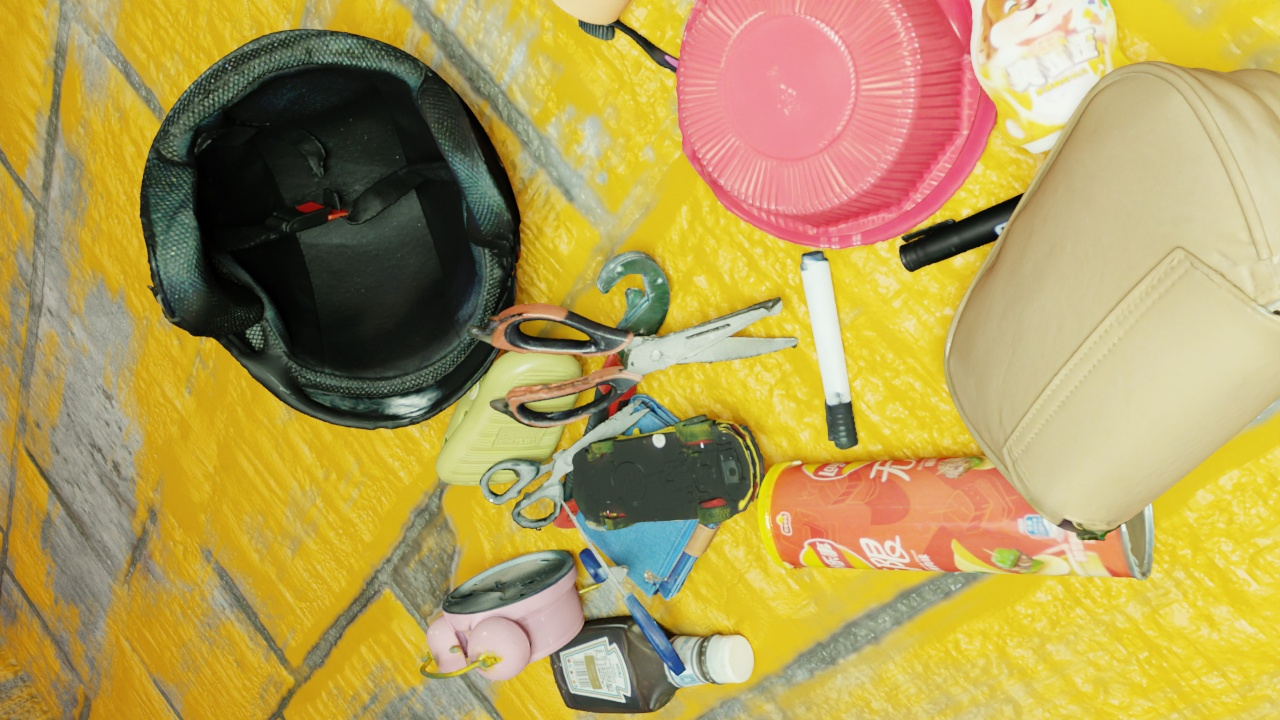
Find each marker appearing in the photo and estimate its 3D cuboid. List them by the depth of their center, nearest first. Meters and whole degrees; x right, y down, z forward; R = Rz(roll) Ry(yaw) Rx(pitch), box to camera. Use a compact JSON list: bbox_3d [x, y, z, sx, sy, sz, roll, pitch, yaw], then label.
[{"bbox_3d":[0.200,-0.079,0.491,0.132,0.020,0.022,-22,66,42],"label":"marker"},{"bbox_3d":[0.119,-0.005,0.584,0.023,0.018,0.131,2,111,47],"label":"marker"}]

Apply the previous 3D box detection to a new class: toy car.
[{"bbox_3d":[0.014,0.080,0.644,0.156,0.041,0.071,-14,89,38],"label":"toy car"}]

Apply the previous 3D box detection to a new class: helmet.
[{"bbox_3d":[-0.206,-0.095,0.659,0.230,0.233,0.275,-119,14,-65],"label":"helmet"}]

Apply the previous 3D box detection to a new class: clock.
[{"bbox_3d":[-0.115,0.218,0.767,0.117,0.158,0.060,-12,99,41],"label":"clock"}]

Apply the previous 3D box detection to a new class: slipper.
[{"bbox_3d":[-0.107,0.034,0.743,0.191,0.091,0.081,-53,40,45],"label":"slipper"}]

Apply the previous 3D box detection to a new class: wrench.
[{"bbox_3d":[-0.027,0.035,0.698,0.016,0.056,0.274,-117,33,-45],"label":"wrench"}]

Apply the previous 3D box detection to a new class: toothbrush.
[{"bbox_3d":[0.030,-0.180,0.581,0.189,0.014,0.018,36,143,19],"label":"toothbrush"}]

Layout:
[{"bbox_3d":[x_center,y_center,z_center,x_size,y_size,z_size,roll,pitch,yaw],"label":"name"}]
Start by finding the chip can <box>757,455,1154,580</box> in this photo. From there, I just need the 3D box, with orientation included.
[{"bbox_3d":[0.179,0.092,0.546,0.217,0.073,0.073,-7,104,38],"label":"chip can"}]

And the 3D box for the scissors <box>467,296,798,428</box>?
[{"bbox_3d":[-0.013,-0.007,0.619,0.215,0.015,0.196,23,130,-14],"label":"scissors"}]

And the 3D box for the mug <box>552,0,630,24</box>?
[{"bbox_3d":[-0.010,-0.264,0.537,0.078,0.078,0.123,51,135,9],"label":"mug"}]

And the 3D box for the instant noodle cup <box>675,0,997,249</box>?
[{"bbox_3d":[0.092,-0.149,0.502,0.194,0.065,0.194,12,114,29],"label":"instant noodle cup"}]

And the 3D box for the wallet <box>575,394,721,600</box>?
[{"bbox_3d":[0.011,0.106,0.700,0.106,0.040,0.133,38,122,23],"label":"wallet"}]

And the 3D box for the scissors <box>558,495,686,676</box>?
[{"bbox_3d":[-0.016,0.173,0.700,0.162,0.012,0.173,53,164,7],"label":"scissors"}]

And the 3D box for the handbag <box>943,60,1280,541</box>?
[{"bbox_3d":[0.222,-0.022,0.409,0.205,0.099,0.147,103,165,-52],"label":"handbag"}]

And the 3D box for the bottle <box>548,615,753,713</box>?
[{"bbox_3d":[0.006,0.252,0.765,0.195,0.043,0.080,-19,87,39],"label":"bottle"}]

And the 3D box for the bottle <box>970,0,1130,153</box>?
[{"bbox_3d":[0.188,-0.157,0.436,0.063,0.063,0.108,-21,96,41],"label":"bottle"}]

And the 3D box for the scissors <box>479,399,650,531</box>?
[{"bbox_3d":[-0.063,0.072,0.706,0.137,0.014,0.175,15,127,6],"label":"scissors"}]
